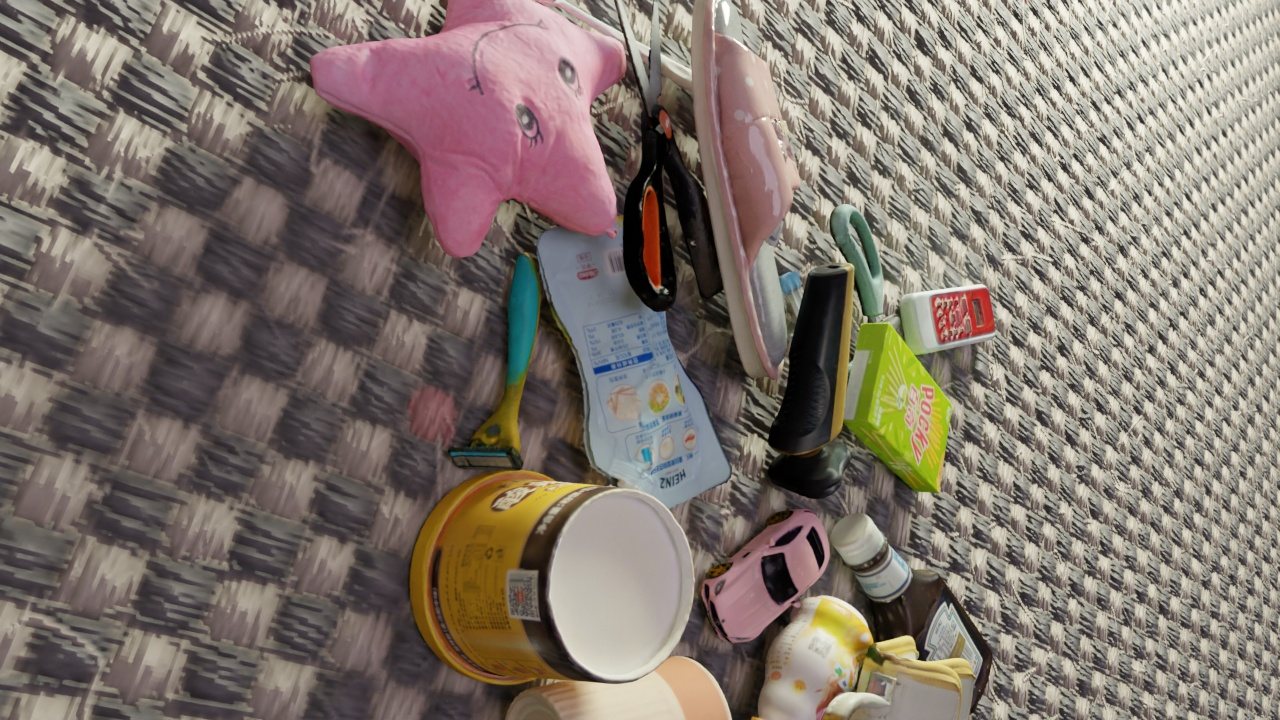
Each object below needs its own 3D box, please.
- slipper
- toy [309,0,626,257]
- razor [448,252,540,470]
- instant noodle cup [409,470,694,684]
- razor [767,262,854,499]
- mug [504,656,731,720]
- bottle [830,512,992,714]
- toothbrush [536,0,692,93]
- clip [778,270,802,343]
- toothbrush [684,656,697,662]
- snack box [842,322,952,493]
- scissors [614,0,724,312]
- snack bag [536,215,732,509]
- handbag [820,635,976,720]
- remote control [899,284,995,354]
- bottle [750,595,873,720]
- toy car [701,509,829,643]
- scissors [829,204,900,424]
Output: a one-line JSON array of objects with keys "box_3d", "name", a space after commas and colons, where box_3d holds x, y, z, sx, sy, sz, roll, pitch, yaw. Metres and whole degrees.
[{"box_3d": [0.081, -0.122, 0.636, 0.114, 0.054, 0.274, -23, 105, -71], "name": "slipper"}, {"box_3d": [-0.069, -0.144, 0.527, 0.178, 0.075, 0.194, 49, 55, -14], "name": "toy"}, {"box_3d": [-0.075, -0.001, 0.532, 0.028, 0.043, 0.132, 42, 51, -57], "name": "razor"}, {"box_3d": [-0.043, 0.115, 0.484, 0.118, 0.115, 0.118, 7, 78, -38], "name": "instant noodle cup"}, {"box_3d": [0.129, 0.013, 0.655, 0.067, 0.062, 0.167, 3, 96, -33], "name": "razor"}, {"box_3d": [-0.018, 0.230, 0.519, 0.105, 0.082, 0.115, 4, 110, -38], "name": "mug"}, {"box_3d": [0.216, 0.200, 0.736, 0.195, 0.044, 0.079, 52, 55, -21], "name": "bottle"}, {"box_3d": [-0.003, -0.218, 0.633, 0.180, 0.016, 0.016, 19, 75, -38], "name": "toothbrush"}, {"box_3d": [0.118, -0.040, 0.708, 0.025, 0.037, 0.058, -27, 97, -41], "name": "clip"}, {"box_3d": [0.069, 0.290, 0.601, 0.026, 0.027, 0.212, -39, 105, -55], "name": "toothbrush"}, {"box_3d": [0.212, 0.042, 0.747, 0.156, 0.026, 0.085, 39, 60, -44], "name": "snack box"}, {"box_3d": [0.016, -0.127, 0.583, 0.221, 0.022, 0.227, 60, 32, -41], "name": "scissors"}, {"box_3d": [-0.003, 0.003, 0.584, 0.110, 0.039, 0.191, -20, 96, -51], "name": "snack bag"}, {"box_3d": [0.163, 0.276, 0.619, 0.178, 0.063, 0.163, 19, 86, -52], "name": "handbag"}, {"box_3d": [0.286, -0.039, 0.846, 0.135, 0.020, 0.056, -8, 89, -41], "name": "remote control"}, {"box_3d": [0.115, 0.218, 0.635, 0.108, 0.063, 0.063, -48, 113, -34], "name": "bottle"}, {"box_3d": [0.093, 0.150, 0.645, 0.122, 0.037, 0.056, -31, 101, -38], "name": "toy car"}, {"box_3d": [0.169, -0.030, 0.734, 0.169, 0.019, 0.171, -45, 121, -45], "name": "scissors"}]
